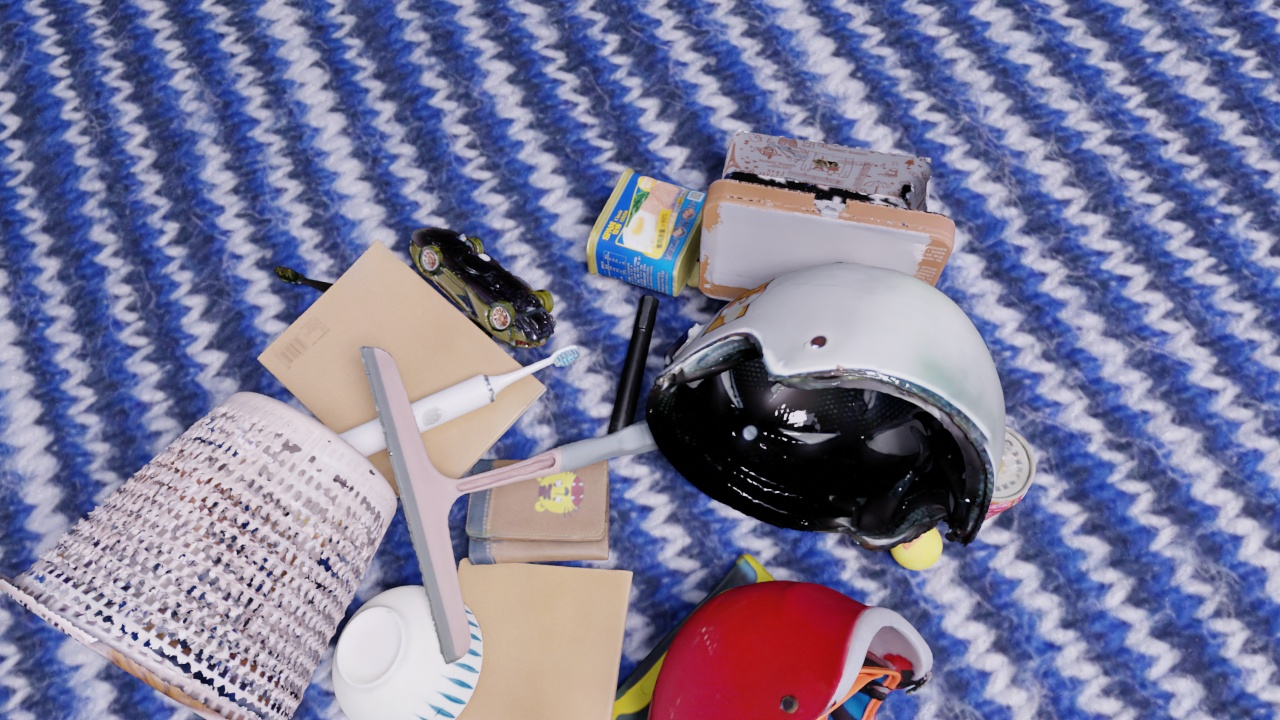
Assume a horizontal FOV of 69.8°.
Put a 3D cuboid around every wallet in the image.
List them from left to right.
[{"bbox_3d":[-0.083,0.123,0.757,0.115,0.033,0.090,0,62,0],"label":"wallet"}]

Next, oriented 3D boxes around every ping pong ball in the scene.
[{"bbox_3d":[0.218,0.146,0.728,0.040,0.040,0.040,-1,71,3],"label":"ping pong ball"}]

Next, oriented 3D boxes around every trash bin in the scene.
[{"bbox_3d":[-0.289,0.138,0.655,0.227,0.228,0.191,25,61,11],"label":"trash bin"}]

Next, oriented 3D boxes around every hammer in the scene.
[{"bbox_3d":[-0.018,0.273,0.703,0.126,0.032,0.323,43,78,15],"label":"hammer"}]

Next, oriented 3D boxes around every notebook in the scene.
[{"bbox_3d":[-0.207,0.010,0.787,0.211,0.012,0.149,40,78,15],"label":"notebook"},{"bbox_3d":[-0.091,0.255,0.696,0.148,0.008,0.207,1,59,13],"label":"notebook"}]

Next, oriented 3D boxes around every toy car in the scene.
[{"bbox_3d":[-0.141,-0.067,0.814,0.158,0.070,0.042,40,119,16],"label":"toy car"}]

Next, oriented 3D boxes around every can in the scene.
[{"bbox_3d":[0.010,-0.112,0.813,0.083,0.057,0.101,19,62,13],"label":"can"},{"bbox_3d":[0.262,0.090,0.717,0.066,0.094,0.066,-1,71,3],"label":"can"}]

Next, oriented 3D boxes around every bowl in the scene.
[{"bbox_3d":[-0.185,0.223,0.694,0.117,0.066,0.116,-12,56,17],"label":"bowl"}]

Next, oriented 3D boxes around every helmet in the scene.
[{"bbox_3d":[0.080,0.256,0.628,0.144,0.206,0.240,25,100,36],"label":"helmet"},{"bbox_3d":[0.141,0.020,0.670,0.230,0.275,0.156,38,65,-13],"label":"helmet"}]

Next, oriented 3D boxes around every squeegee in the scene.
[{"bbox_3d":[-0.070,0.082,0.739,0.249,0.040,0.247,-14,78,-18],"label":"squeegee"}]

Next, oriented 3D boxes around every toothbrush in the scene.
[{"bbox_3d":[-0.236,-0.052,0.831,0.213,0.027,0.026,17,77,9],"label":"toothbrush"},{"bbox_3d":[-0.152,0.034,0.756,0.221,0.027,0.026,-23,36,-4],"label":"toothbrush"}]

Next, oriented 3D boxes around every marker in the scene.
[{"bbox_3d":[-0.005,0.005,0.801,0.020,0.022,0.131,13,72,1],"label":"marker"}]

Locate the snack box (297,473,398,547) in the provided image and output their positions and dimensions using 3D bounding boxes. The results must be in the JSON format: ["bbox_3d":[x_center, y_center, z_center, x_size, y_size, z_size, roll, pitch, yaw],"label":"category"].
[{"bbox_3d":[-0.228,0.084,0.784,0.155,0.027,0.077,-34,72,-8],"label":"snack box"}]

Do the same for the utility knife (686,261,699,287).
[{"bbox_3d":[0.085,-0.079,0.826,0.206,0.021,0.030,4,66,-2],"label":"utility knife"}]

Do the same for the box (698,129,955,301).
[{"bbox_3d":[0.142,-0.118,0.730,0.183,0.194,0.156,9,72,4],"label":"box"}]
